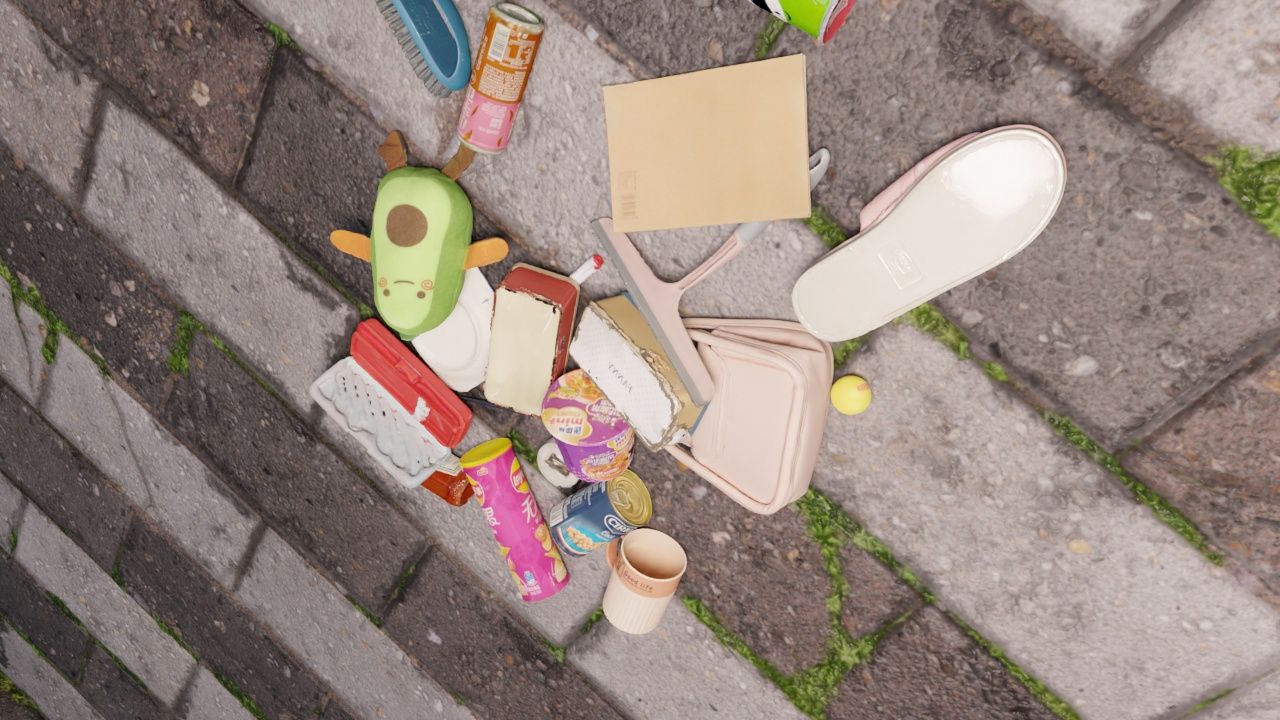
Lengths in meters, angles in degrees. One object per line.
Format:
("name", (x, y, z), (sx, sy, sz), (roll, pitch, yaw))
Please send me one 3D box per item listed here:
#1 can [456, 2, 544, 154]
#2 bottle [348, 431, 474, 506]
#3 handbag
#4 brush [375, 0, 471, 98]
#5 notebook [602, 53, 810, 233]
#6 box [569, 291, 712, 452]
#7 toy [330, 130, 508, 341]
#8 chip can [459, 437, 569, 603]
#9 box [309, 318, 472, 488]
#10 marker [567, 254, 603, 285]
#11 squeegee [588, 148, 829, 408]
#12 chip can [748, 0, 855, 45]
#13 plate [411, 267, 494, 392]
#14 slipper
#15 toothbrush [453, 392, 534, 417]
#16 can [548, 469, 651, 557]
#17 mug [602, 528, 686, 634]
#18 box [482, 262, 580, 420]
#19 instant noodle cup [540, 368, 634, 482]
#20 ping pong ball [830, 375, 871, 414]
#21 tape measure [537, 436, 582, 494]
("can", (-0.149, -0.294, 0.963), (0.058, 0.057, 0.148), (33, 124, 11))
("bottle", (-0.316, 0.128, 1.253), (0.206, 0.059, 0.060), (28, 123, 14))
("handbag", (0.085, 0.041, 0.994), (0.234, 0.093, 0.194), (19, 121, 29))
("brush", (-0.225, -0.356, 0.976), (0.074, 0.055, 0.144), (-22, 101, 35))
("notebook", (0.060, -0.206, 0.896), (0.212, 0.012, 0.149), (0, 96, 28))
("box", (-0.006, 0.006, 0.988), (0.184, 0.060, 0.090), (52, 136, 27))
("toy", (-0.256, -0.142, 1.061), (0.227, 0.089, 0.247), (6, 96, 20))
("chip can", (-0.162, 0.210, 1.202), (0.072, 0.071, 0.210), (-13, 106, 32))
("box", (-0.327, 0.057, 1.193), (0.201, 0.098, 0.119), (42, 136, 9))
("marker", (-0.094, -0.078, 1.062), (0.146, 0.017, 0.017), (-36, 93, 35))
("squeegee", (0.095, -0.121, 0.918), (0.250, 0.040, 0.247), (-40, 65, 25))
("chip can", (0.078, -0.363, 0.802), (0.236, 0.072, 0.072), (33, 124, 11))
("plate", (-0.238, -0.044, 1.145), (0.164, 0.034, 0.164), (-32, 95, 35))
("slipper", (0.256, -0.110, 0.837), (0.275, 0.054, 0.114), (-39, 92, 33))
("toothbrush", (-0.179, 0.060, 1.174), (0.181, 0.015, 0.018), (7, 122, 26))
("can", (-0.051, 0.188, 1.125), (0.111, 0.075, 0.075), (-33, 95, 31))
("mug", (-0.006, 0.266, 1.147), (0.114, 0.081, 0.106), (45, 132, 35))
("box", (-0.132, -0.017, 1.058), (0.091, 0.076, 0.169), (18, 127, 7))
("instant noodle cup", (-0.052, 0.081, 1.057), (0.112, 0.111, 0.099), (17, 142, 20))
("ping pong ball", (0.215, 0.035, 0.936), (0.040, 0.040, 0.040), (12, 118, 23))
("tape measure", (-0.095, 0.126, 1.150), (0.066, 0.033, 0.066), (36, 123, 8))
